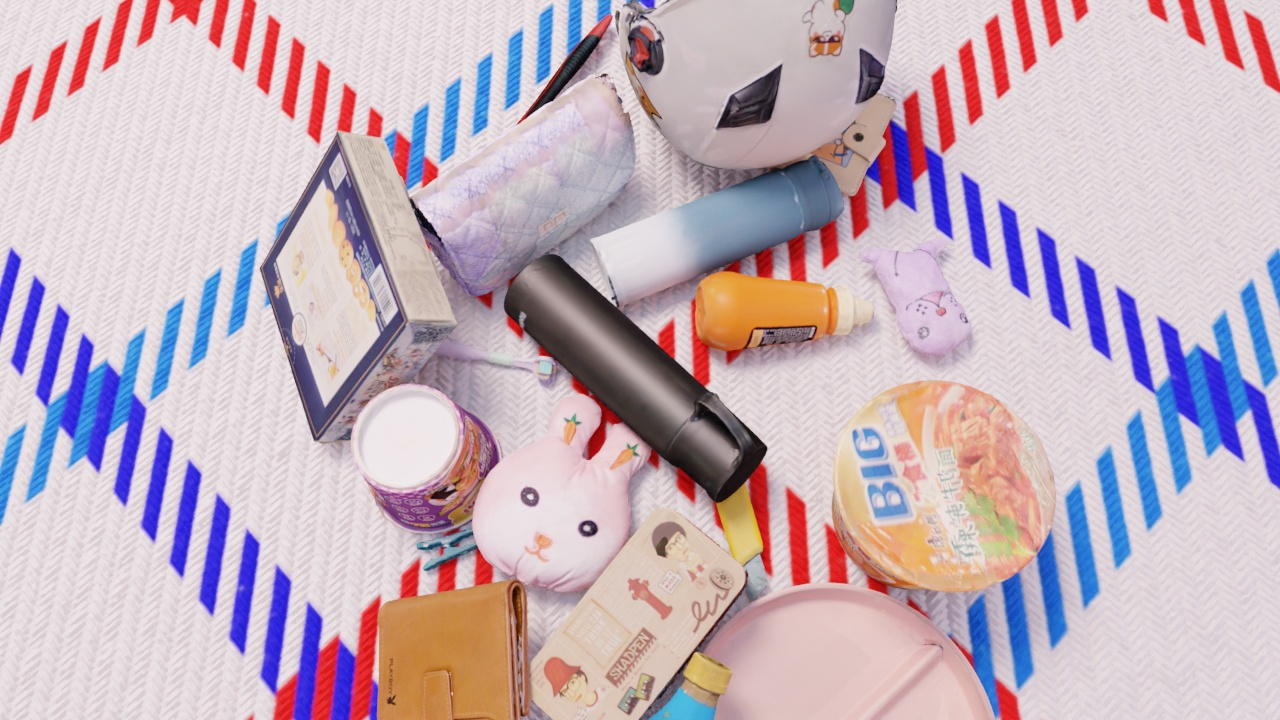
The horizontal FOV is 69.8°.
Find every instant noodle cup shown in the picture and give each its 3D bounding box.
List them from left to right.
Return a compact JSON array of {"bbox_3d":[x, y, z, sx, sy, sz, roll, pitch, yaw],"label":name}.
[{"bbox_3d":[-0.170,0.073,0.717,0.111,0.099,0.111,0,70,1],"label":"instant noodle cup"},{"bbox_3d":[0.211,0.103,0.681,0.151,0.111,0.151,-1,69,2],"label":"instant noodle cup"}]

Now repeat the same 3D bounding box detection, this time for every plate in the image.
[{"bbox_3d":[0.140,0.278,0.662,0.229,0.028,0.229,-1,70,3],"label":"plate"}]

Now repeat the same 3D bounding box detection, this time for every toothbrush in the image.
[{"bbox_3d":[-0.165,-0.007,0.791,0.189,0.029,0.021,11,29,8],"label":"toothbrush"}]

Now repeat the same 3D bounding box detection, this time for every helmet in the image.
[{"bbox_3d":[0.100,-0.239,0.761,0.229,0.274,0.157,-16,106,-14],"label":"helmet"}]

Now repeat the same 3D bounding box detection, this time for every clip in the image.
[{"bbox_3d":[-0.150,0.148,0.732,0.057,0.014,0.047,-18,67,-5],"label":"clip"}]

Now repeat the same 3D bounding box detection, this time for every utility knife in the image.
[{"bbox_3d":[0.069,0.103,0.738,0.033,0.015,0.180,-18,69,9],"label":"utility knife"}]

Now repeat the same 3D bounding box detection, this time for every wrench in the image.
[{"bbox_3d":[-0.100,-0.231,0.860,0.016,0.056,0.272,40,70,-20],"label":"wrench"}]

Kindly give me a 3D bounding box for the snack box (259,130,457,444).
[{"bbox_3d":[-0.233,-0.054,0.736,0.045,0.183,0.177,-4,61,-45],"label":"snack box"}]

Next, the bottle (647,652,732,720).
[{"bbox_3d":[0.003,0.304,0.617,0.065,0.065,0.218,24,82,11],"label":"bottle"}]

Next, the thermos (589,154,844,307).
[{"bbox_3d":[0.068,-0.112,0.794,0.220,0.070,0.070,-21,69,-5],"label":"thermos"}]

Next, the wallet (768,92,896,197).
[{"bbox_3d":[0.182,-0.207,0.851,0.087,0.024,0.115,23,70,16],"label":"wallet"}]

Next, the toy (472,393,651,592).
[{"bbox_3d":[-0.058,0.102,0.725,0.121,0.054,0.159,27,66,1],"label":"toy"}]

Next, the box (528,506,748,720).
[{"bbox_3d":[-0.002,0.196,0.680,0.091,0.076,0.168,38,83,15],"label":"box"}]

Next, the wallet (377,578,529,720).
[{"bbox_3d":[-0.138,0.221,0.665,0.132,0.031,0.107,-16,66,30],"label":"wallet"}]

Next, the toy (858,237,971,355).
[{"bbox_3d":[0.241,-0.054,0.780,0.083,0.039,0.108,-14,67,-12],"label":"toy"}]

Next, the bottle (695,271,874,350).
[{"bbox_3d":[0.123,-0.041,0.771,0.149,0.067,0.066,0,69,-6],"label":"bottle"}]

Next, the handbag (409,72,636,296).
[{"bbox_3d":[-0.092,-0.144,0.778,0.193,0.134,0.075,-39,71,-11],"label":"handbag"}]

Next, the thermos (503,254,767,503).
[{"bbox_3d":[-0.004,0.004,0.731,0.242,0.090,0.068,41,58,21],"label":"thermos"}]
